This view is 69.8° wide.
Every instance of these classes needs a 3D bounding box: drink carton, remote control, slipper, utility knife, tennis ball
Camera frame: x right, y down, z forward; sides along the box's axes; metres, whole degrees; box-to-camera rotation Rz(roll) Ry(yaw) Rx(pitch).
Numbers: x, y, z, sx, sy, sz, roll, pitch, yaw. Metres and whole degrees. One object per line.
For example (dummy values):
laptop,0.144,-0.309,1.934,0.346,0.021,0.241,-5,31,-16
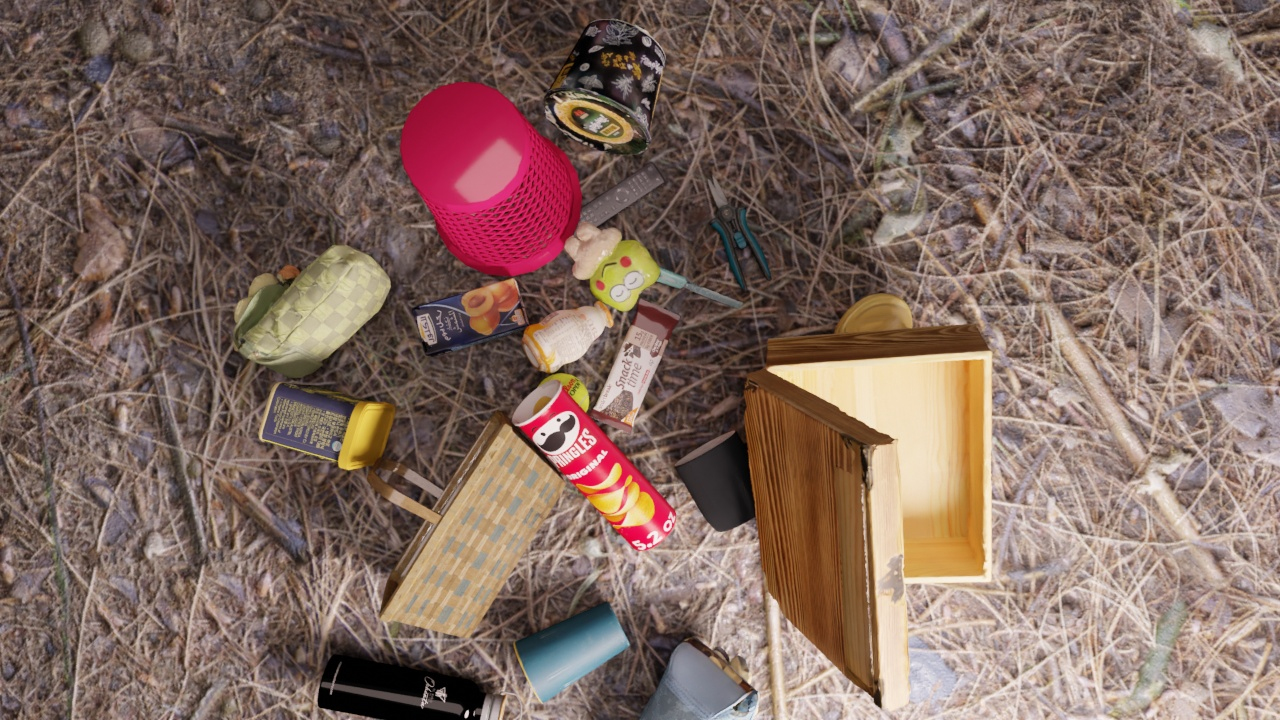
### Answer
drink carton,-0.204,-0.050,1.106,0.130,0.040,0.064,-17,88,-3
remote control,-0.033,-0.195,1.130,0.136,0.015,0.032,-34,89,-3
slipper,0.275,0.050,1.092,0.099,0.078,0.263,6,94,-8
utility knife,0.042,-0.100,1.131,0.179,0.015,0.022,20,120,-3
tennis ball,-0.094,0.048,1.094,0.065,0.065,0.065,0,88,-2

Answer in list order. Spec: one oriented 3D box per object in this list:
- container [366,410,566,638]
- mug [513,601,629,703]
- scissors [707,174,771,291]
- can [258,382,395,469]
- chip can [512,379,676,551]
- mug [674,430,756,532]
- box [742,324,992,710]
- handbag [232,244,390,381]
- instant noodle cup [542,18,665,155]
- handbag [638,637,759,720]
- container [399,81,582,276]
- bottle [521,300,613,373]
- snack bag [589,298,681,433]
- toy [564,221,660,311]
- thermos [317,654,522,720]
container,-0.223,0.169,1.044,0.186,0.157,0.250,33,87,-12
mug,-0.079,0.338,1.083,0.121,0.078,0.078,-27,89,-8
scissors,0.123,-0.157,1.132,0.140,0.019,0.128,23,93,6
can,-0.355,0.072,1.050,0.104,0.135,0.075,16,87,1
chip can,-0.049,0.124,1.055,0.069,0.069,0.220,-42,111,-3
mug,0.113,0.137,1.097,0.121,0.085,0.094,-30,90,-32
box,0.220,0.146,0.933,0.282,0.314,0.279,-4,111,13
handbag,-0.392,-0.065,1.073,0.117,0.113,0.186,42,84,13
instant noodle cup,-0.037,-0.326,1.083,0.137,0.137,0.112,19,77,-1
handbag,0.065,0.427,1.067,0.122,0.118,0.192,29,98,39
container,-0.169,-0.203,1.011,0.183,0.226,0.183,0,85,3
bottle,-0.086,-0.032,1.099,0.108,0.063,0.063,-30,89,-16
snack bag,-0.007,0.007,1.125,0.057,0.013,0.158,24,87,0
toy,-0.038,-0.116,1.099,0.115,0.046,0.092,39,119,-11
thermos,-0.254,0.397,1.077,0.231,0.061,0.061,11,87,-2
